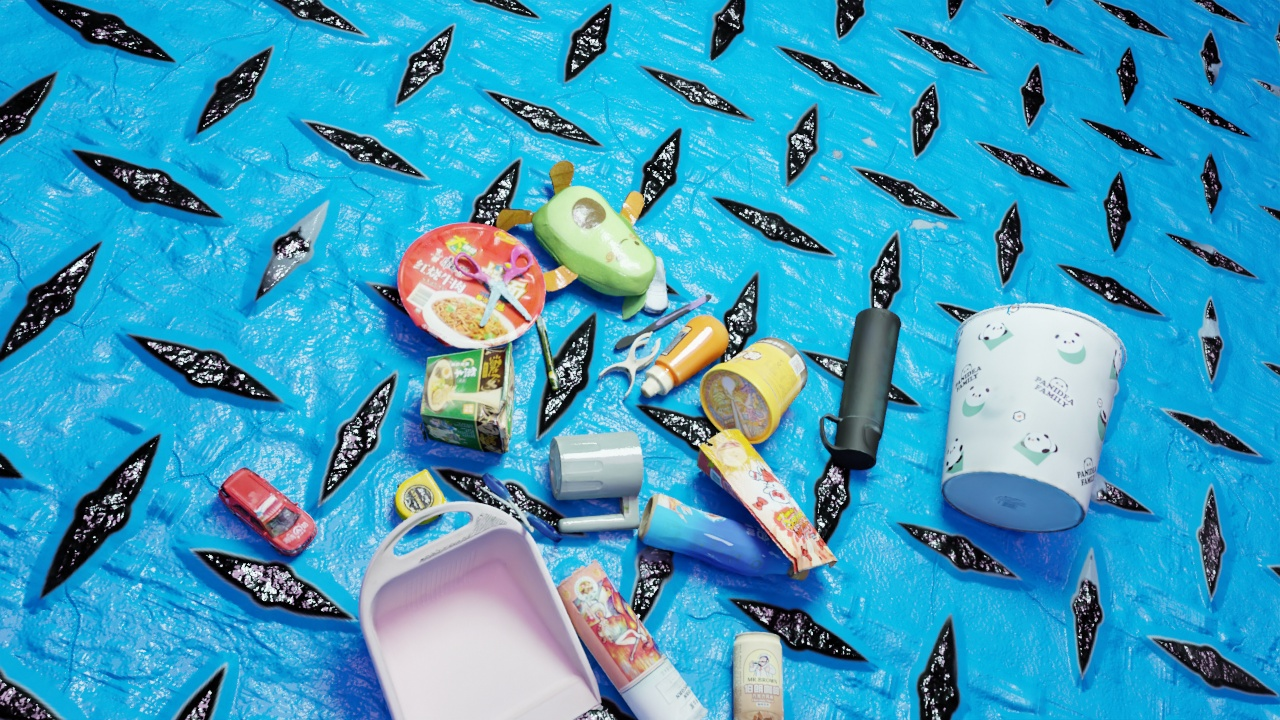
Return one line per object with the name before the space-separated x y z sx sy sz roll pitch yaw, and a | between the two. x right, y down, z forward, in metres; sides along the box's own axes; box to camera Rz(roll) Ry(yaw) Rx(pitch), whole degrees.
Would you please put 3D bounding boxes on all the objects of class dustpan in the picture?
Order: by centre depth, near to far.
dustpan | -0.181 0.300 0.984 0.222 0.139 0.273 -26 72 -28

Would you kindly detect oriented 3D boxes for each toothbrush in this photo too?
toothbrush | -0.132 -0.043 1.255 0.012 0.017 0.185 18 50 -52
toothbrush | 0.034 -0.056 1.318 0.188 0.017 0.014 -29 86 -31

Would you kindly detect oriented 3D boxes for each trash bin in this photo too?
trash bin | 0.536 0.087 1.278 0.229 0.230 0.251 24 63 -4

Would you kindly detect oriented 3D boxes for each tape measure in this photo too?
tape measure | -0.264 0.168 1.094 0.057 0.029 0.060 -29 74 -29

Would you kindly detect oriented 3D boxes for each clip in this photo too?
clip | -0.011 0.004 1.260 0.070 0.035 0.099 38 67 4

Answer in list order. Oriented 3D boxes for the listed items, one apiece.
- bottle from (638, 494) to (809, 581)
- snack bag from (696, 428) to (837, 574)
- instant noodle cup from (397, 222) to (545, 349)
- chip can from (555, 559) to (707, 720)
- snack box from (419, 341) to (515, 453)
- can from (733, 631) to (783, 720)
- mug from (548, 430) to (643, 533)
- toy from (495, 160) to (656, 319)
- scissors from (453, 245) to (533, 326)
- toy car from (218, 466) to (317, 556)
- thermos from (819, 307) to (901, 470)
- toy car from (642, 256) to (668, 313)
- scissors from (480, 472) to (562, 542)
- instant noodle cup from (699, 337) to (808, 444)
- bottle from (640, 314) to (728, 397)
bottle | 0.108 0.231 1.154 0.218 0.065 0.065 20 59 -6
snack bag | 0.160 0.183 1.167 0.208 0.073 0.128 49 17 27
instant noodle cup | -0.227 -0.088 1.221 0.193 0.066 0.193 8 60 -14
chip can | -0.016 0.336 1.056 0.071 0.071 0.214 -31 75 -29
snack box | -0.212 0.046 1.133 0.105 0.118 0.117 3 62 -4
can | 0.139 0.385 1.084 0.058 0.059 0.116 10 61 -12
mug | -0.055 0.151 1.143 0.103 0.084 0.124 -1 83 -17
toy | -0.074 -0.175 1.302 0.247 0.090 0.226 39 66 9
scissors | -0.190 -0.102 1.194 0.133 0.017 0.133 23 62 -7
toy car | -0.421 0.170 1.036 0.120 0.045 0.052 38 60 3
thermos | 0.316 0.034 1.320 0.090 0.069 0.241 25 58 -9
toy car | 0.019 -0.110 1.328 0.043 0.034 0.090 6 63 -18
scissors | -0.144 0.174 1.074 0.012 0.176 0.162 -49 124 -6
instant noodle cup | 0.160 0.035 1.250 0.118 0.119 0.114 45 52 9
bottle | 0.056 0.000 1.267 0.067 0.067 0.149 45 67 9
